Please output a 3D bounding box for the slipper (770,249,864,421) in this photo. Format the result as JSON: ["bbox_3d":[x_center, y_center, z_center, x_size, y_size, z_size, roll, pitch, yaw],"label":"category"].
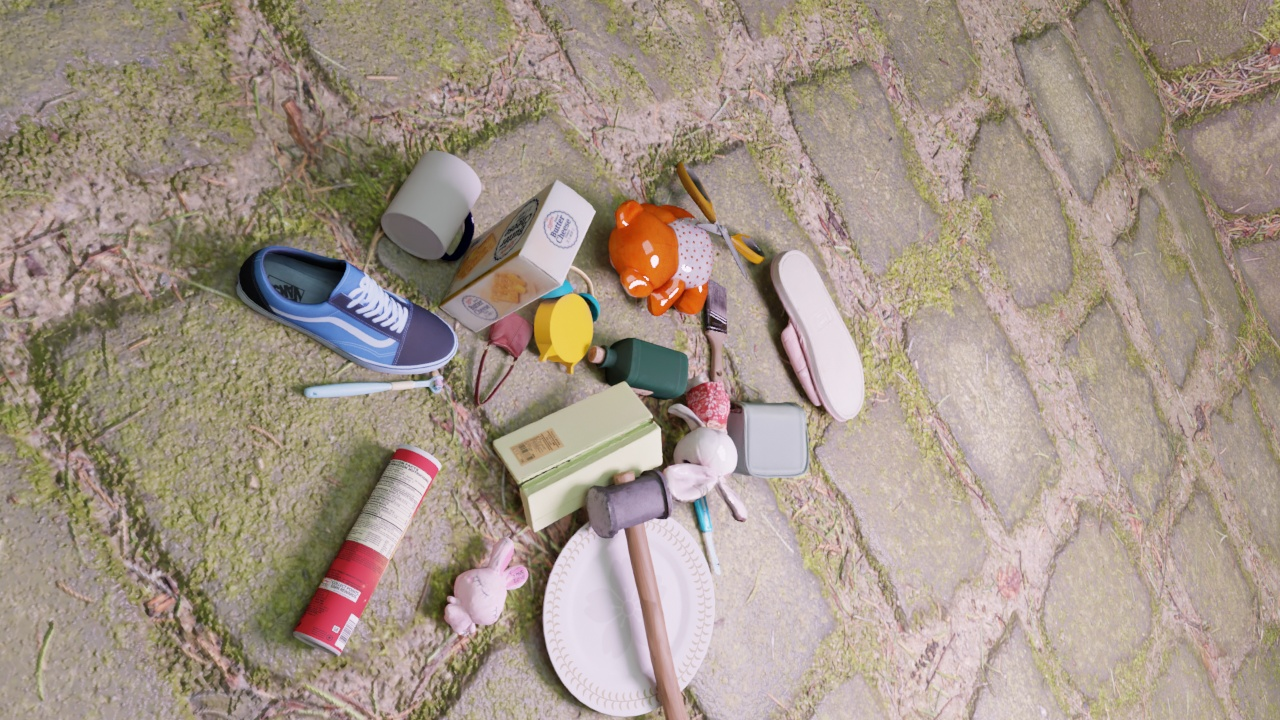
[{"bbox_3d":[0.260,-0.036,1.387,0.113,0.055,0.274,-27,97,-38],"label":"slipper"}]

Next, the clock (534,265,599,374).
[{"bbox_3d":[-0.091,-0.053,1.132,0.099,0.044,0.129,28,69,-53],"label":"clock"}]

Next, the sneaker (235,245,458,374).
[{"bbox_3d":[-0.293,-0.051,0.961,0.241,0.098,0.083,23,65,-29],"label":"sneaker"}]

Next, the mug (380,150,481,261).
[{"bbox_3d":[-0.231,-0.167,1.059,0.112,0.079,0.096,57,47,-46],"label":"mug"}]

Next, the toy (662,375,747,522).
[{"bbox_3d":[0.083,0.106,1.190,0.159,0.084,0.194,22,52,-42],"label":"toy"}]

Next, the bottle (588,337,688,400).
[{"bbox_3d":[-0.007,0.007,1.176,0.131,0.061,0.061,16,71,-32],"label":"bottle"}]

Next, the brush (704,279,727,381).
[{"bbox_3d":[0.108,-0.041,1.303,0.038,0.012,0.151,12,71,-34],"label":"brush"}]

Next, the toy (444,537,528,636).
[{"bbox_3d":[-0.167,0.250,1.006,0.109,0.047,0.063,-48,115,-38],"label":"toy"}]

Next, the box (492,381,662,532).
[{"bbox_3d":[-0.066,0.111,1.084,0.187,0.066,0.127,-23,89,-23],"label":"box"}]

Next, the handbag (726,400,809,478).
[{"bbox_3d":[0.170,0.109,1.273,0.121,0.067,0.106,3,85,-35],"label":"handbag"}]

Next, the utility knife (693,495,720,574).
[{"bbox_3d":[0.085,0.205,1.219,0.022,0.015,0.162,-12,85,-36],"label":"utility knife"}]

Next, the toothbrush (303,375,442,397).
[{"bbox_3d":[-0.287,0.030,0.996,0.154,0.016,0.022,-4,118,-37],"label":"toothbrush"}]

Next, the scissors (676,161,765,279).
[{"bbox_3d":[0.112,-0.196,1.304,0.229,0.016,0.225,59,23,16],"label":"scissors"}]

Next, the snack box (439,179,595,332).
[{"bbox_3d":[-0.141,-0.110,1.018,0.057,0.208,0.104,34,60,-24],"label":"snack box"}]

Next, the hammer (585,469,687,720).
[{"bbox_3d":[0.013,0.292,1.085,0.097,0.052,0.328,-13,92,-34],"label":"hammer"}]

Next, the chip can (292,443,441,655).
[{"bbox_3d":[-0.276,0.190,0.939,0.052,0.052,0.214,37,59,-23],"label":"chip can"}]

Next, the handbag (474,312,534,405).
[{"bbox_3d":[-0.169,0.000,1.087,0.055,0.029,0.119,34,65,-29],"label":"handbag"}]

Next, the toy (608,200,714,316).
[{"bbox_3d":[0.022,-0.141,1.227,0.172,0.093,0.163,0,80,-49],"label":"toy"}]

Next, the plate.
[{"bbox_3d":[-0.012,0.299,1.103,0.242,0.016,0.242,6,79,-32],"label":"plate"}]
